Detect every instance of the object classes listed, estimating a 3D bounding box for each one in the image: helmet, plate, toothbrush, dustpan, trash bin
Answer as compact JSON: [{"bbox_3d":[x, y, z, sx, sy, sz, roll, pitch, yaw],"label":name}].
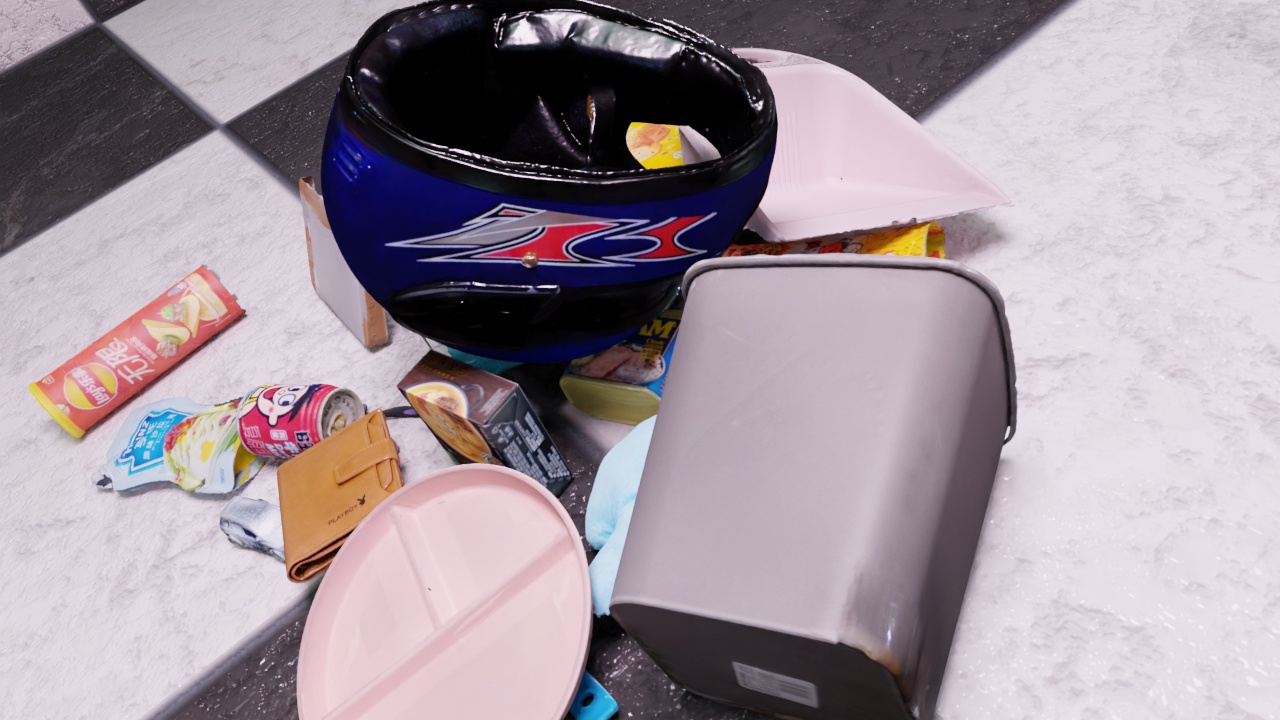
[{"bbox_3d":[-0.070,-0.115,0.682,0.315,0.241,0.246,10,54,4],"label":"helmet"},{"bbox_3d":[-0.129,0.179,0.606,0.230,0.028,0.229,-14,57,21],"label":"plate"},{"bbox_3d":[-0.196,0.045,0.825,0.189,0.014,0.016,-2,33,21],"label":"toothbrush"},{"bbox_3d":[0.138,-0.198,0.776,0.222,0.139,0.273,-13,19,-24],"label":"dustpan"},{"bbox_3d":[0.103,0.082,0.538,0.199,0.199,0.219,3,55,28],"label":"trash bin"}]

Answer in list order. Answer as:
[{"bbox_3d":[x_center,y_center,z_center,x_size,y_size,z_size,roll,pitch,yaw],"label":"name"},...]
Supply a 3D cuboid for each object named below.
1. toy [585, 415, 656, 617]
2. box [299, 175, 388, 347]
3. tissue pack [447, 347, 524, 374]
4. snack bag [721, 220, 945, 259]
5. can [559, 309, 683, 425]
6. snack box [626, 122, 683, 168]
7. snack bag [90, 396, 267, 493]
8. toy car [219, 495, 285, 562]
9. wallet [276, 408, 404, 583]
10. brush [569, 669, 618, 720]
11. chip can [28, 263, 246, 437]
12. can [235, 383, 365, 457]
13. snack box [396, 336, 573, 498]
[{"bbox_3d":[-0.004,0.099,0.645,0.161,0.050,0.156,-51,23,2],"label":"toy"},{"bbox_3d":[-0.270,-0.117,0.954,0.183,0.154,0.187,42,108,45],"label":"box"},{"bbox_3d":[-0.136,-0.041,0.858,0.093,0.050,0.133,-23,42,-1],"label":"tissue pack"},{"bbox_3d":[0.143,-0.064,0.763,0.208,0.073,0.128,-4,45,30],"label":"snack bag"},{"bbox_3d":[-0.004,0.004,0.751,0.102,0.057,0.083,8,53,30],"label":"can"},{"bbox_3d":[-0.016,-0.166,0.909,0.209,0.070,0.158,-39,42,-23],"label":"snack box"},{"bbox_3d":[-0.437,0.079,0.877,0.191,0.039,0.110,-2,57,23],"label":"snack bag"},{"bbox_3d":[-0.312,0.137,0.766,0.091,0.034,0.042,10,48,29],"label":"toy car"},{"bbox_3d":[-0.238,0.103,0.729,0.108,0.031,0.131,-33,37,-3],"label":"wallet"},{"bbox_3d":[-0.096,0.162,0.646,0.083,0.046,0.255,-38,48,-15],"label":"brush"},{"bbox_3d":[-0.537,-0.014,0.989,0.073,0.073,0.216,25,60,40],"label":"chip can"},{"bbox_3d":[-0.302,0.054,0.820,0.094,0.066,0.066,0,46,22],"label":"can"},{"bbox_3d":[-0.124,0.049,0.714,0.126,0.113,0.053,18,57,37],"label":"snack box"}]
